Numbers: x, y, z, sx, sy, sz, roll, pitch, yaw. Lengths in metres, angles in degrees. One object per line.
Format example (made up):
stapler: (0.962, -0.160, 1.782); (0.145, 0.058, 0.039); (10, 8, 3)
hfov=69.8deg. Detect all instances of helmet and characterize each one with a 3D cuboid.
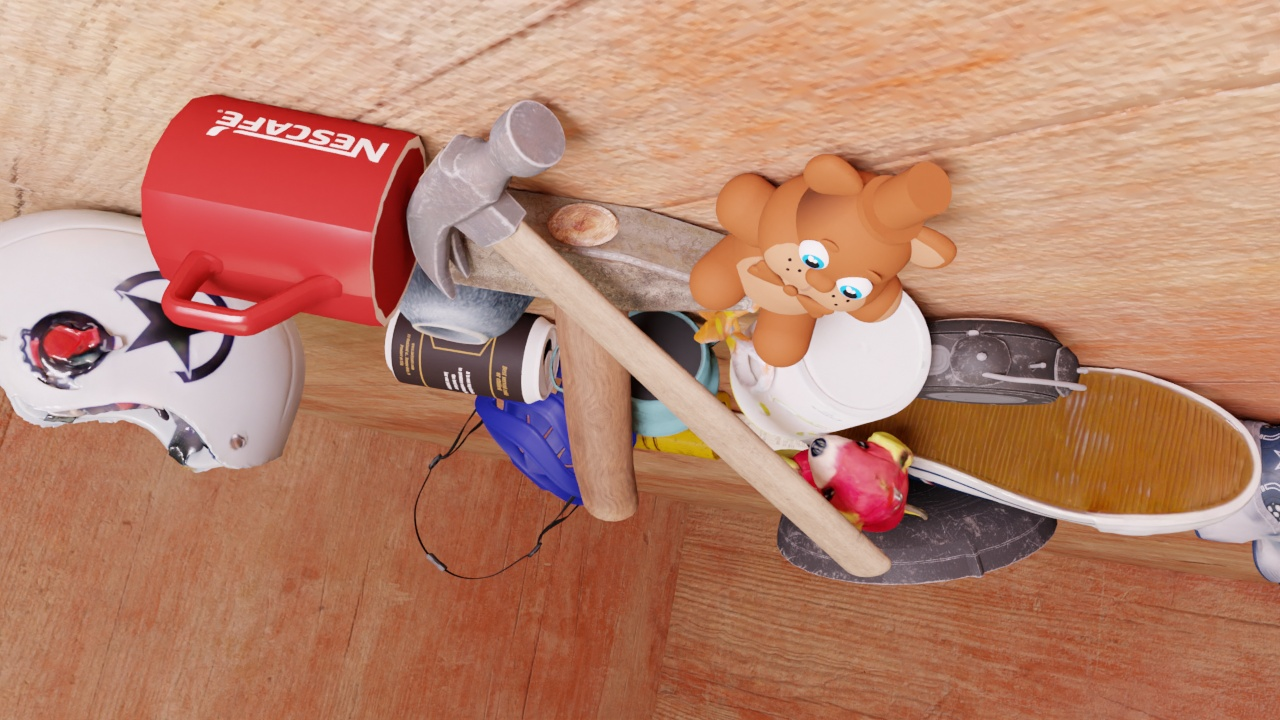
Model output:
helmet: (-0.373, -0.023, 0.664); (0.263, 0.163, 0.237); (23, 161, -25)
helmet: (-0.110, 0.094, 0.849); (0.148, 0.227, 0.242); (40, 156, 6)

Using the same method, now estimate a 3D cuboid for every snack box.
snack box: (0.143, 0.098, 1.097); (0.143, 0.041, 0.147); (10, 169, 0)

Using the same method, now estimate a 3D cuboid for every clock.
clock: (0.196, 0.000, 0.525); (0.091, 0.043, 0.123); (7, 174, -16)
clock: (-0.004, 0.004, 0.646); (0.124, 0.090, 0.053); (5, 157, 9)

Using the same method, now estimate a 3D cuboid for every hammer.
hammer: (0.023, 0.015, 0.456); (0.331, 0.030, 0.120); (41, 145, -26)
hammer: (-0.019, 0.022, 0.566); (0.158, 0.037, 0.301); (9, 145, 7)

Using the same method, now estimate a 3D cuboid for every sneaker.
sneaker: (0.498, 0.099, 0.642); (0.269, 0.103, 0.133); (21, 159, -31)
sneaker: (0.246, 0.057, 0.632); (0.295, 0.120, 0.127); (9, 157, 23)

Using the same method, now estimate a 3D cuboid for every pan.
pan: (0.276, 0.094, 0.699); (0.356, 0.040, 0.207); (-13, -170, -7)

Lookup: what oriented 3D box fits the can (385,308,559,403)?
can: (-0.135, -0.008, 0.745); (0.128, 0.072, 0.072); (9, 169, 9)

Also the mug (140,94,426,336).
mug: (-0.157, -0.055, 0.407); (0.096, 0.116, 0.081); (11, 141, -1)

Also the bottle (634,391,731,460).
bottle: (0.006, 0.057, 0.953); (0.164, 0.071, 0.071); (6, 169, 22)

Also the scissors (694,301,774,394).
scissors: (0.052, -0.011, 0.542); (0.012, 0.084, 0.133); (-8, 175, -13)

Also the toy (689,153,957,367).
toy: (0.076, -0.043, 0.378); (0.095, 0.065, 0.128); (33, 162, -13)

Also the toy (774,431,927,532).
toy: (0.130, 0.081, 0.576); (0.105, 0.067, 0.137); (16, 168, -2)

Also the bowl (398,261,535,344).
bowl: (-0.119, -0.043, 0.599); (0.110, 0.055, 0.110); (10, 170, 2)

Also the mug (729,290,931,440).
mug: (0.106, 0.001, 0.530); (0.082, 0.082, 0.106); (13, 169, -9)
